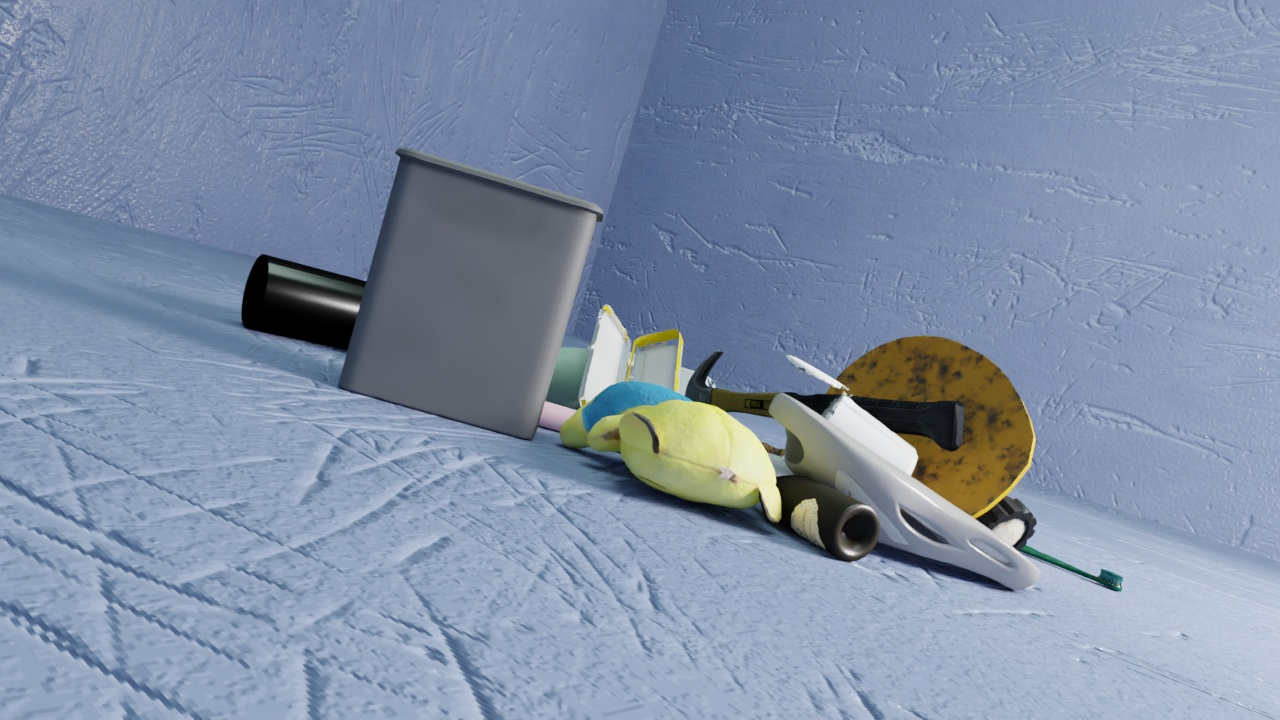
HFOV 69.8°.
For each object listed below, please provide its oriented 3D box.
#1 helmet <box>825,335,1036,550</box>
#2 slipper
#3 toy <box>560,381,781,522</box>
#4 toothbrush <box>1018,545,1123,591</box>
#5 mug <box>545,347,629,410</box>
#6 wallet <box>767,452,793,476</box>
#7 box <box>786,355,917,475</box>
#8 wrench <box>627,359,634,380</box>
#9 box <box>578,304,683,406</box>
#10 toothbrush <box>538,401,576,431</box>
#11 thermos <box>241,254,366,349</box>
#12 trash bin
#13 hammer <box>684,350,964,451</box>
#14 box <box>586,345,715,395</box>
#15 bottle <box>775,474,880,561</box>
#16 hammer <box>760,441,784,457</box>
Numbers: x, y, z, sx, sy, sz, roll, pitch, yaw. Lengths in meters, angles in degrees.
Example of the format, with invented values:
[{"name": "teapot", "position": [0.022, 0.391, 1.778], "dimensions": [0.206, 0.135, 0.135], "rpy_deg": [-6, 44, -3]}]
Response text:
[{"name": "helmet", "position": [0.314, 0.102, 0.974], "dimensions": [0.131, 0.205, 0.255], "rpy_deg": [44, 11, -37]}, {"name": "slipper", "position": [0.210, 0.132, 0.791], "dimensions": [0.266, 0.081, 0.113], "rpy_deg": [34, 6, -1]}, {"name": "toy", "position": [0.029, 0.069, 0.785], "dimensions": [0.149, 0.084, 0.214], "rpy_deg": [13, 1, -19]}, {"name": "toothbrush", "position": [0.441, 0.212, 1.019], "dimensions": [0.016, 0.017, 0.190], "rpy_deg": [14, 3, -38]}, {"name": "mug", "position": [-0.084, 0.027, 1.122], "dimensions": [0.104, 0.084, 0.111], "rpy_deg": [10, -11, -25]}, {"name": "wallet", "position": [0.129, 0.117, 0.915], "dimensions": [0.115, 0.037, 0.118], "rpy_deg": [17, 6, 12]}, {"name": "box", "position": [0.190, 0.067, 0.885], "dimensions": [0.166, 0.092, 0.083], "rpy_deg": [36, 17, 7]}, {"name": "wrench", "position": [-0.087, 0.006, 1.171], "dimensions": [0.273, 0.018, 0.087], "rpy_deg": [11, -36, -24]}, {"name": "box", "position": [-0.011, 0.017, 1.041], "dimensions": [0.117, 0.057, 0.209], "rpy_deg": [21, 33, -7]}, {"name": "toothbrush", "position": [-0.074, 0.062, 0.936], "dimensions": [0.222, 0.026, 0.027], "rpy_deg": [16, -40, -4]}, {"name": "thermos", "position": [-0.361, -0.059, 1.098], "dimensions": [0.198, 0.086, 0.086], "rpy_deg": [14, 3, -38]}, {"name": "trash bin", "position": [-0.156, -0.060, 0.855], "dimensions": [0.192, 0.220, 0.097], "rpy_deg": [16, 3, -4]}, {"name": "hammer", "position": [0.181, 0.051, 0.986], "dimensions": [0.334, 0.118, 0.025], "rpy_deg": [3, -2, 41]}, {"name": "box", "position": [0.012, 0.058, 1.353], "dimensions": [0.215, 0.106, 0.127], "rpy_deg": [18, -25, 29]}, {"name": "bottle", "position": [0.125, 0.115, 0.771], "dimensions": [0.045, 0.045, 0.185], "rpy_deg": [15, 3, -26]}, {"name": "hammer", "position": [0.213, 0.130, 1.117], "dimensions": [0.319, 0.049, 0.121], "rpy_deg": [15, -1, 10]}]
